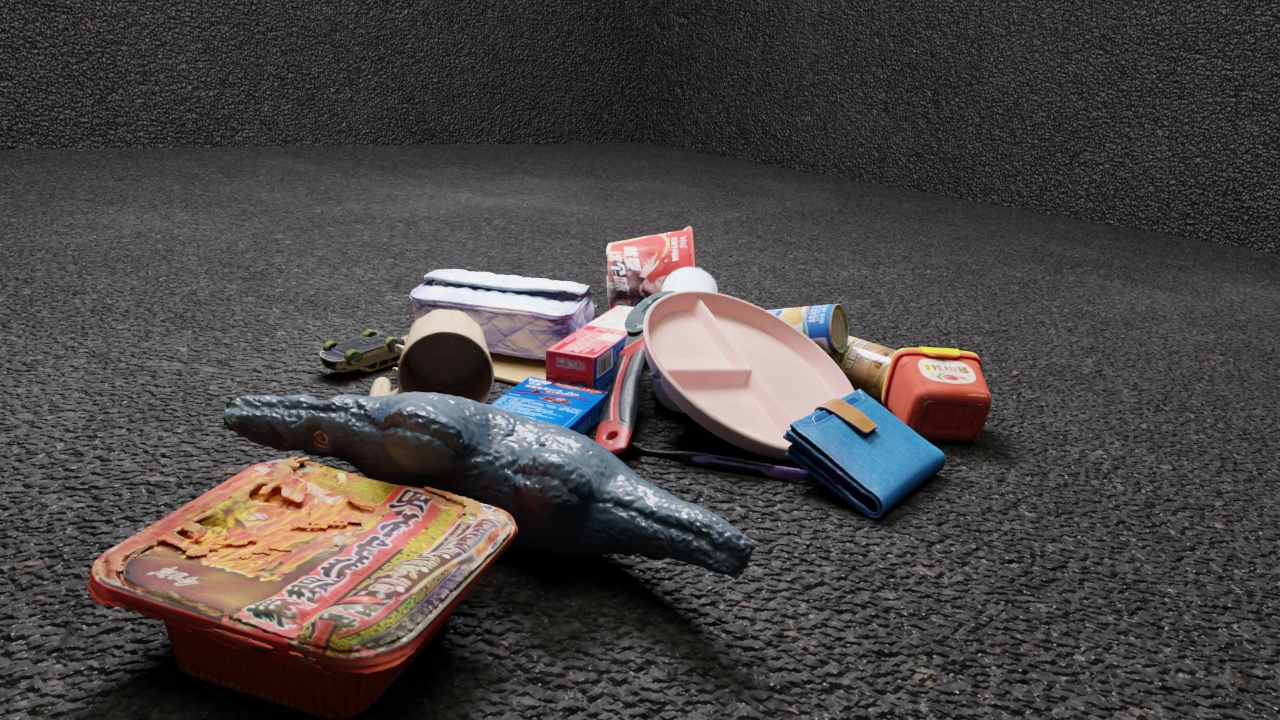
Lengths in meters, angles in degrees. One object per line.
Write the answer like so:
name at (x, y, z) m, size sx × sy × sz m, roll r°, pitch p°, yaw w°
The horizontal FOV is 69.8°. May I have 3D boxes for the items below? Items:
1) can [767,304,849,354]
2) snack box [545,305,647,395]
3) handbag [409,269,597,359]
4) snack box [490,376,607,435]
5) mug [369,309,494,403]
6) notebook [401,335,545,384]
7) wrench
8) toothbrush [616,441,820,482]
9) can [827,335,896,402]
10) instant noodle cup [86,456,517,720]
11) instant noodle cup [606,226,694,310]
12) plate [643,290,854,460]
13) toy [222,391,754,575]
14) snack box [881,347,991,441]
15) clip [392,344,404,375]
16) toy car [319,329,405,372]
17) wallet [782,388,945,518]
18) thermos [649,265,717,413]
can at (0.156, -0.030, 1.007) m, size 0.135 × 0.053 × 0.053 m, roll -4°, pitch 12°, yaw 32°
snack box at (-0.035, -0.010, 0.988) m, size 0.058 × 0.057 × 0.207 m, roll 8°, pitch 19°, yaw 17°
handbag at (-0.155, -0.058, 1.042) m, size 0.194 × 0.076 × 0.134 m, roll 7°, pitch 18°, yaw 5°
snack box at (-0.095, 0.055, 0.824) m, size 0.085 × 0.026 × 0.156 m, roll 10°, pitch 19°, yaw 16°
mug at (-0.197, 0.012, 0.849) m, size 0.124 × 0.084 × 0.103 m, roll -31°, pitch 19°, yaw -1°
notebook at (-0.167, -0.011, 1.033) m, size 0.208 × 0.008 × 0.147 m, roll 12°, pitch 20°, yaw 20°
wrench at (-0.005, 0.005, 0.882) m, size 0.056 × 0.016 × 0.272 m, roll -11°, pitch 30°, yaw 20°
toothbrush at (0.062, 0.087, 0.793) m, size 0.189 × 0.014 × 0.016 m, roll 8°, pitch 7°, yaw 8°
can at (0.236, 0.005, 1.008) m, size 0.116 × 0.058 × 0.058 m, roll 21°, pitch 25°, yaw 41°
instant noodle cup at (-0.181, 0.125, 0.514) m, size 0.189 × 0.079 × 0.164 m, roll 11°, pitch 19°, yaw 15°
instant noodle cup at (0.015, -0.097, 1.156) m, size 0.108 × 0.138 × 0.137 m, roll -3°, pitch 18°, yaw 3°
plate at (0.104, 0.013, 0.880) m, size 0.229 × 0.028 × 0.229 m, roll 18°, pitch 34°, yaw -13°
toy at (-0.100, 0.078, 0.620) m, size 0.356 × 0.091 × 0.138 m, roll 15°, pitch -6°, yaw 7°
snack box at (0.295, 0.037, 0.909) m, size 0.091 × 0.082 × 0.080 m, roll 3°, pitch 32°, yaw -2°
clip at (-0.201, 0.002, 0.949) m, size 0.103 × 0.035 × 0.092 m, roll 8°, pitch 19°, yaw -4°
toy car at (-0.287, -0.006, 0.946) m, size 0.042 × 0.035 × 0.090 m, roll 15°, pitch 21°, yaw 32°
wallet at (0.194, 0.076, 0.790) m, size 0.106 × 0.040 × 0.132 m, roll 41°, pitch 34°, yaw 25°
thermos at (0.051, -0.023, 0.987) m, size 0.073 × 0.073 × 0.223 m, roll 6°, pitch 31°, yaw 2°
